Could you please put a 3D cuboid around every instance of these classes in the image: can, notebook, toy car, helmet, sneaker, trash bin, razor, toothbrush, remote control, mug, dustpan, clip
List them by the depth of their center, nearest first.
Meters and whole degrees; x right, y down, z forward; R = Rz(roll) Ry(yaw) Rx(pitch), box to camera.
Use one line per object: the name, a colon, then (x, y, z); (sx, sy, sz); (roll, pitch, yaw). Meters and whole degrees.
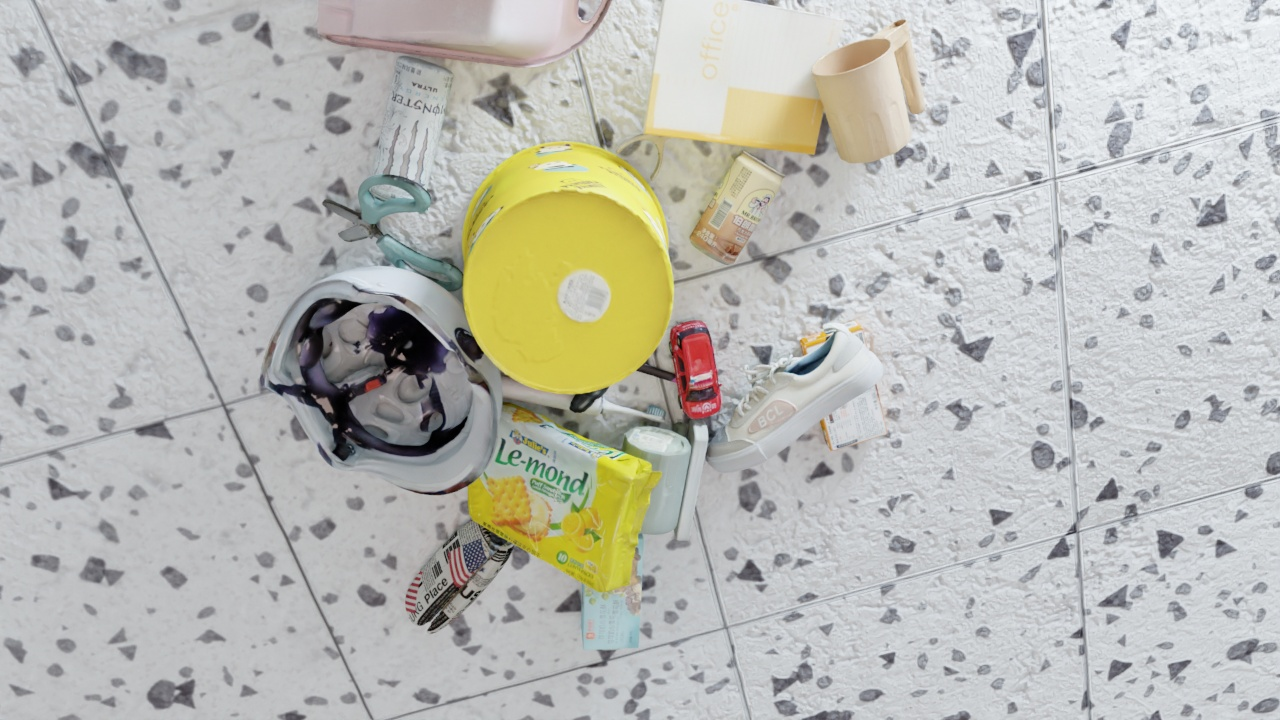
trash bin: (-0.072, -0.093, 0.907); (0.229, 0.255, 0.230); (-1, 106, -5)
dustpan: (-0.171, -0.405, 0.914); (0.273, 0.138, 0.223); (20, 112, 16)
can: (-0.237, -0.234, 0.947); (0.058, 0.058, 0.147); (15, 109, -12)
notebook: (0.109, -0.299, 0.960); (0.206, 0.010, 0.146); (2, 110, -22)
mug: (0.249, -0.284, 0.972); (0.124, 0.084, 0.103); (-38, 123, -20)
clip: (0.019, -0.250, 0.983); (0.066, 0.034, 0.099); (38, 105, -20)
helmet: (-0.255, 0.008, 0.990); (0.258, 0.145, 0.230); (42, 118, -15)
can: (0.106, -0.167, 1.012); (0.058, 0.058, 0.116); (26, 106, -16)
razor: (-0.117, 0.012, 1.058); (0.167, 0.062, 0.067); (18, 91, -3)
sneaker: (0.158, 0.043, 1.073); (0.243, 0.089, 0.091); (-37, 101, 24)
toy car: (0.066, 0.014, 1.083); (0.053, 0.045, 0.120); (-14, 111, -8)
toothbrush: (-0.006, 0.006, 1.092); (0.189, 0.017, 0.014); (19, 106, -15)
toothbrush: (-0.076, 0.048, 1.095); (0.221, 0.027, 0.026); (12, 75, -10)
mug: (0.020, 0.135, 1.098); (0.084, 0.123, 0.103); (17, 111, 20)
remote control: (0.062, 0.147, 1.133); (0.021, 0.058, 0.150); (7, 111, -7)

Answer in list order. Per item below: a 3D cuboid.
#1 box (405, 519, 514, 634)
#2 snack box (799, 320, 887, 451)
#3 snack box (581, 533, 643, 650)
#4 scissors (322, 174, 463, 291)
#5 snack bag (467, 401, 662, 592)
box: (-0.236, 0.268, 1.153); (0.087, 0.076, 0.163); (44, 105, 1)
snack box: (0.250, 0.033, 1.126); (0.075, 0.026, 0.154); (-18, 113, 2)
snack box: (-0.038, 0.289, 1.183); (0.074, 0.051, 0.175); (-1, 111, -7)
scissors: (-0.252, -0.141, 0.948); (0.170, 0.019, 0.182); (30, 148, -4)
snack bag: (-0.096, 0.150, 1.060); (0.247, 0.068, 0.158); (22, 112, 26)
